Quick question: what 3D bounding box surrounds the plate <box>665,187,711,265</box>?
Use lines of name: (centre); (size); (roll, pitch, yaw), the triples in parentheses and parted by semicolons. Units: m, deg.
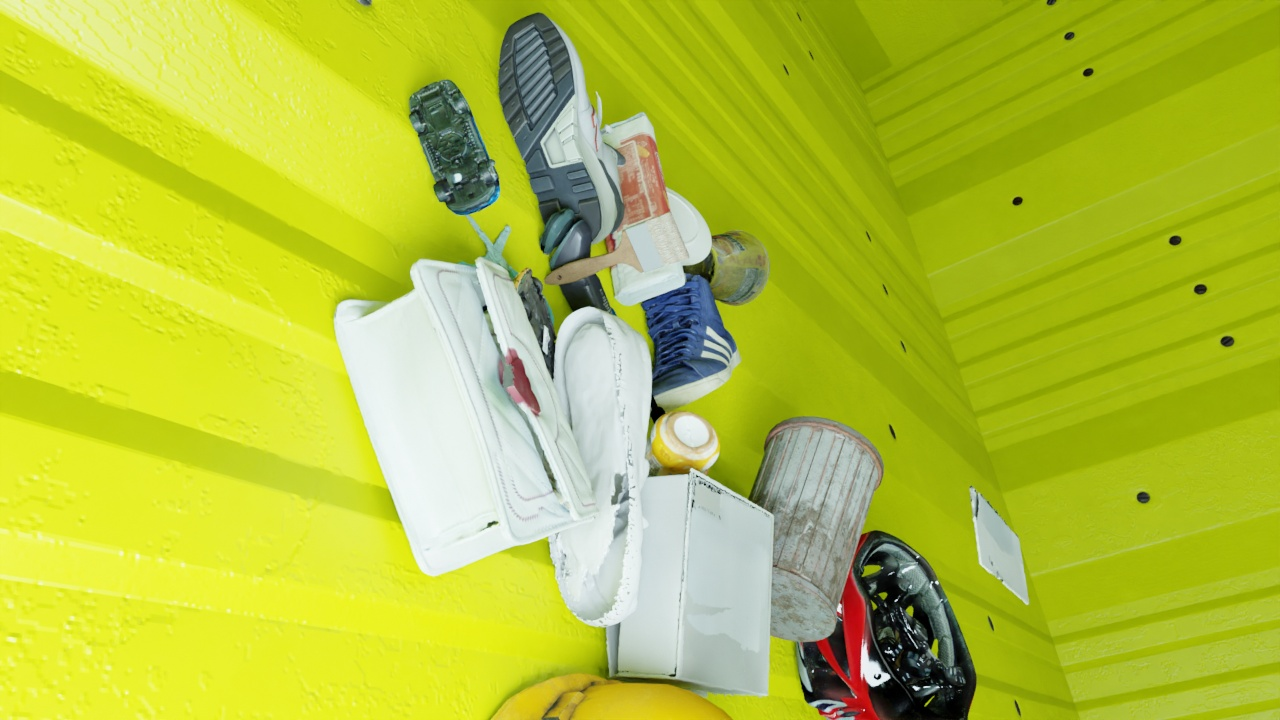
plate: (0.028, -0.167, 1.084); (0.134, 0.011, 0.134); (17, 47, -20)

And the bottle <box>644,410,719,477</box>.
bottle: (0.029, 0.095, 0.830); (0.063, 0.109, 0.063); (11, 47, -12)

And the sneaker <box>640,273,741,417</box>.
sneaker: (0.040, -0.029, 0.972); (0.232, 0.092, 0.118); (-31, 101, -65)

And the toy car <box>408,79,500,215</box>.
toy car: (-0.154, -0.178, 0.773); (0.043, 0.056, 0.120); (58, 9, -75)

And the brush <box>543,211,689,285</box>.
brush: (-0.028, -0.094, 0.838); (0.045, 0.143, 0.008); (66, 26, -19)

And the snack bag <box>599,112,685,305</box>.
snack bag: (-0.007, -0.171, 1.021); (0.041, 0.078, 0.224); (45, 30, -57)

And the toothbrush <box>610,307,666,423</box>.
toothbrush: (-0.005, 0.005, 0.895); (0.014, 0.014, 0.167); (51, 10, -49)

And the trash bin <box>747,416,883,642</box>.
trash bin: (0.168, 0.165, 0.950); (0.131, 0.131, 0.210); (52, 46, -26)

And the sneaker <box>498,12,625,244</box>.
sneaker: (-0.071, -0.229, 0.955); (0.124, 0.089, 0.239); (-5, 81, -68)

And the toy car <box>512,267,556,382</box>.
toy car: (-0.096, -0.019, 0.749); (0.047, 0.047, 0.112); (-75, 156, -56)

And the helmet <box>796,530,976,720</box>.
helmet: (0.277, 0.312, 1.041); (0.217, 0.167, 0.271); (53, 32, -1)

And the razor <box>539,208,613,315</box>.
razor: (-0.055, -0.075, 0.885); (0.143, 0.052, 0.047); (66, 23, -11)

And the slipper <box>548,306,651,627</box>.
slipper: (-0.028, 0.082, 0.725); (0.074, 0.112, 0.246); (11, 69, -31)

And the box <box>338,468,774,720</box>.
box: (-0.077, 0.246, 0.839); (0.168, 0.405, 0.171); (36, 39, -51)

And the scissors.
scissors: (-0.122, -0.073, 0.797); (0.135, 0.015, 0.135); (51, 26, -16)

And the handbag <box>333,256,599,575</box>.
handbag: (-0.108, 0.034, 0.634); (0.141, 0.096, 0.198); (-7, 72, -64)

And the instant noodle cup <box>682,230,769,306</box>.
instant noodle cup: (0.095, -0.118, 1.165); (0.108, 0.102, 0.102); (-6, 73, -54)

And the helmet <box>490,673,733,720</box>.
helmet: (0.019, 0.301, 0.608); (0.255, 0.132, 0.205); (34, 39, -49)
